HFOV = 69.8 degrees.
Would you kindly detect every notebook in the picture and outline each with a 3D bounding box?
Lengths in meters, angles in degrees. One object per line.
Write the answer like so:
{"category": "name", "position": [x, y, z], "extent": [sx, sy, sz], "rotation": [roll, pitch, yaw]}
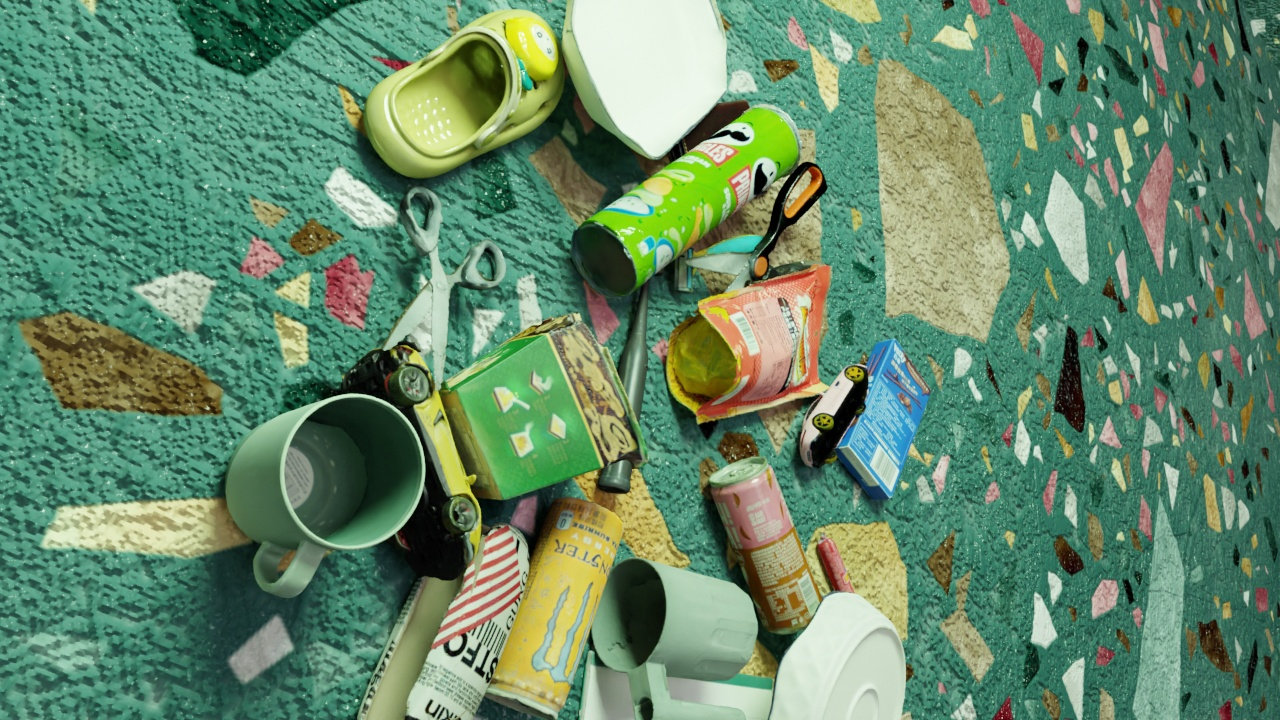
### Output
{"category": "notebook", "position": [0.031, 0.319, 0.728], "extent": [0.209, 0.012, 0.150], "rotation": [22, 66, -36]}

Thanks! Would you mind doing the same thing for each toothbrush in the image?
{"category": "toothbrush", "position": [-0.005, 0.004, 0.757], "extent": [0.026, 0.027, 0.212], "rotation": [62, 35, -65]}

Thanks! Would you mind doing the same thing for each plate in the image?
{"category": "plate", "position": [0.173, 0.307, 0.794], "extent": [0.204, 0.046, 0.205], "rotation": [-14, 109, -48]}
{"category": "plate", "position": [0.006, -0.273, 0.789], "extent": [0.162, 0.034, 0.264], "rotation": [64, 36, -24]}

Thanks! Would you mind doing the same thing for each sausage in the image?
{"category": "sausage", "position": [0.203, 0.238, 0.893], "extent": [0.020, 0.020, 0.156], "rotation": [-27, 99, -41]}

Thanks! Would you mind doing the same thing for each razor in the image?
{"category": "razor", "position": [0.076, -0.098, 0.849], "extent": [0.132, 0.028, 0.043], "rotation": [-24, 120, -42]}

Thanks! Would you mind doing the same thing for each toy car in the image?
{"category": "toy car", "position": [0.189, 0.053, 0.903], "extent": [0.122, 0.037, 0.056], "rotation": [-49, 142, -32]}
{"category": "toy car", "position": [-0.145, 0.065, 0.587], "extent": [0.041, 0.071, 0.156], "rotation": [-19, 88, -56]}

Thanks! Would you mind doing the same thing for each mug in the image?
{"category": "mug", "position": [0.030, 0.217, 0.693], "extent": [0.103, 0.084, 0.123], "rotation": [22, 42, -38]}
{"category": "mug", "position": [-0.189, 0.080, 0.524], "extent": [0.082, 0.107, 0.111], "rotation": [32, 61, -33]}

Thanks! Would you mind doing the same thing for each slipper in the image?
{"category": "slipper", "position": [-0.114, -0.201, 0.674], "extent": [0.190, 0.082, 0.091], "rotation": [-45, 113, -35]}

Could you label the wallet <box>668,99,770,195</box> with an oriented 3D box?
{"category": "wallet", "position": [0.076, -0.198, 0.879], "extent": [0.122, 0.020, 0.096], "rotation": [-22, 99, -43]}

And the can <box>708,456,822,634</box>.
{"category": "can", "position": [0.110, 0.162, 0.802], "extent": [0.057, 0.058, 0.147], "rotation": [-27, 98, -41]}

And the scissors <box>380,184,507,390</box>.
{"category": "scissors", "position": [-0.135, -0.054, 0.623], "extent": [0.171, 0.014, 0.159], "rotation": [-7, 65, -61]}

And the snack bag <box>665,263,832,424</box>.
{"category": "snack bag", "position": [0.115, -0.015, 0.841], "extent": [0.207, 0.073, 0.129], "rotation": [-16, 108, -47]}

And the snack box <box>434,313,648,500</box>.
{"category": "snack box", "position": [-0.081, 0.042, 0.636], "extent": [0.105, 0.118, 0.117], "rotation": [-26, 97, -29]}

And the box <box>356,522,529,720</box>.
{"category": "box", "position": [-0.130, 0.184, 0.603], "extent": [0.074, 0.079, 0.163], "rotation": [55, 45, -48]}

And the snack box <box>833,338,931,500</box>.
{"category": "snack box", "position": [0.258, 0.061, 0.975], "extent": [0.084, 0.026, 0.156], "rotation": [49, 53, -23]}

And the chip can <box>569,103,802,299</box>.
{"category": "chip can", "position": [0.044, -0.140, 0.785], "extent": [0.235, 0.072, 0.072], "rotation": [-40, 107, -32]}

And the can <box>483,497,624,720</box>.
{"category": "can", "position": [-0.060, 0.173, 0.650], "extent": [0.058, 0.058, 0.145], "rotation": [37, 58, -30]}

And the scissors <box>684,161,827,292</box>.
{"category": "scissors", "position": [0.120, -0.102, 0.870], "extent": [0.220, 0.022, 0.223], "rotation": [23, 86, -48]}
